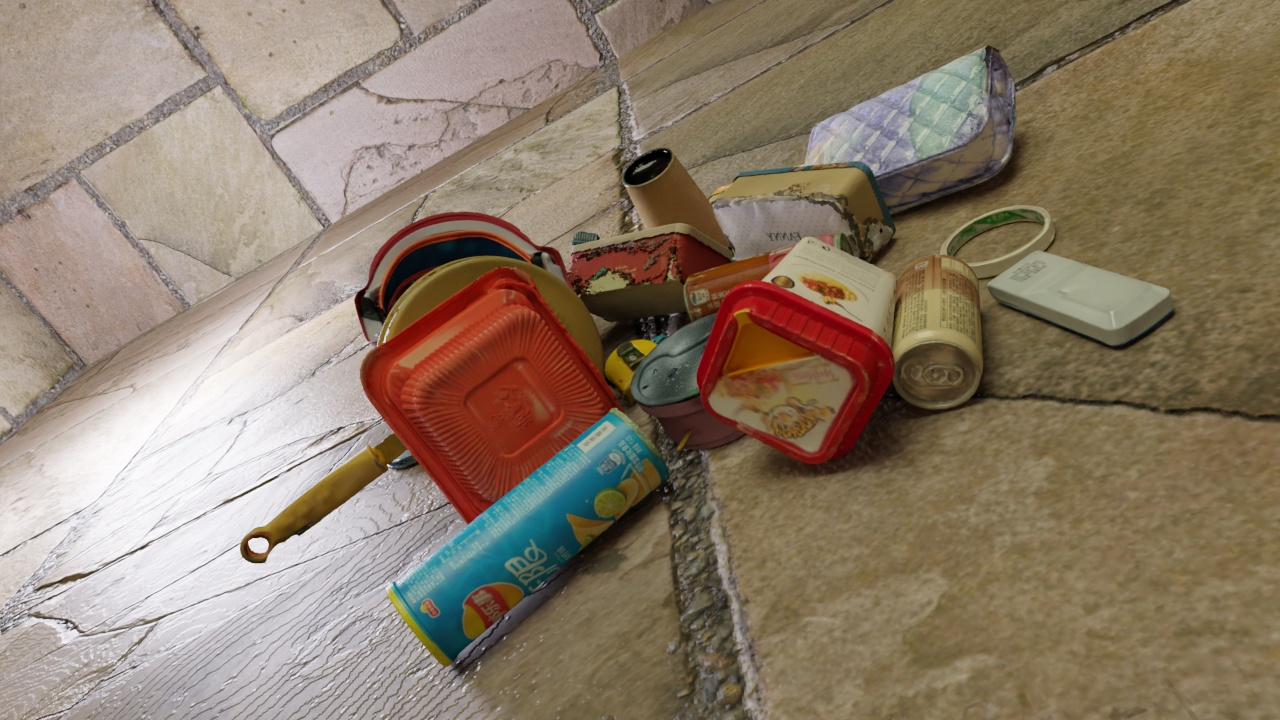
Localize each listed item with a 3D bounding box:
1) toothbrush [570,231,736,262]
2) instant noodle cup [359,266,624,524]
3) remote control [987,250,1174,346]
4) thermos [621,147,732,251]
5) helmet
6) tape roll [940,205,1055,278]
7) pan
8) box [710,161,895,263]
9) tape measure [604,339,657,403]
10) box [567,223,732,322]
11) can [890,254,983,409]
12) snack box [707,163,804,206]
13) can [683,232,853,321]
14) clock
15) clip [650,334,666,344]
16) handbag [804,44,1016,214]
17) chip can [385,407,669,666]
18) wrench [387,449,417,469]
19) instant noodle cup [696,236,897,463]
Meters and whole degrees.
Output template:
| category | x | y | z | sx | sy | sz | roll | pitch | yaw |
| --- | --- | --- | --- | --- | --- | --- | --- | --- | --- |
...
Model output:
| category | x | y | z | sx | sy | sz | roll | pitch | yaw |
| --- | --- | --- | --- | --- | --- | --- | --- | --- | --- |
| toothbrush | 0.021 | -0.116 | 0.962 | 0.192 | 0.018 | 0.016 | 8 | 0 | 6 |
| instant noodle cup | -0.109 | 0.033 | 0.730 | 0.164 | 0.189 | 0.079 | -39 | 12 | -14 |
| remote control | 0.292 | -0.045 | 0.617 | 0.049 | 0.024 | 0.125 | -33 | 24 | -5 |
| thermos | 0.040 | -0.155 | 0.990 | 0.093 | 0.143 | 0.092 | -22 | 39 | 19 |
| helmet | -0.173 | -0.034 | 0.935 | 0.206 | 0.144 | 0.240 | -16 | 44 | -14 |
| tape roll | 0.284 | -0.095 | 0.731 | 0.086 | 0.014 | 0.085 | -26 | 25 | 13 |
| pan | -0.191 | 0.056 | 0.786 | 0.356 | 0.198 | 0.078 | -40 | 12 | -15 |
| box | 0.146 | -0.135 | 0.876 | 0.059 | 0.090 | 0.184 | -44 | 32 | -24 |
| tape measure | -0.005 | 0.005 | 0.848 | 0.060 | 0.029 | 0.057 | -37 | 42 | -13 |
| box | 0.002 | -0.078 | 0.929 | 0.169 | 0.091 | 0.076 | -5 | 69 | 45 |
| can | 0.204 | -0.022 | 0.633 | 0.059 | 0.058 | 0.116 | -17 | 28 | 29 |
| snack box | 0.138 | -0.189 | 1.065 | 0.154 | 0.026 | 0.075 | -6 | 34 | 44 |
| can | 0.114 | -0.067 | 0.812 | 0.147 | 0.058 | 0.057 | -15 | 29 | 25 |
| clock | 0.054 | 0.009 | 0.750 | 0.117 | 0.060 | 0.158 | -29 | 26 | 8 |
| clip | 0.005 | -0.007 | 0.892 | 0.054 | 0.013 | 0.033 | -35 | 25 | -8 |
| handbag | 0.255 | -0.209 | 0.882 | 0.194 | 0.075 | 0.134 | -15 | 50 | 40 |
| chip can | -0.079 | 0.126 | 0.671 | 0.210 | 0.071 | 0.071 | -38 | 25 | -15 |
| wrench | -0.178 | 0.080 | 0.939 | 0.274 | 0.016 | 0.056 | -12 | 31 | 38 |
| instant noodle cup | 0.114 | -0.014 | 0.628 | 0.117 | 0.117 | 0.123 | 26 | 43 | 10 |
